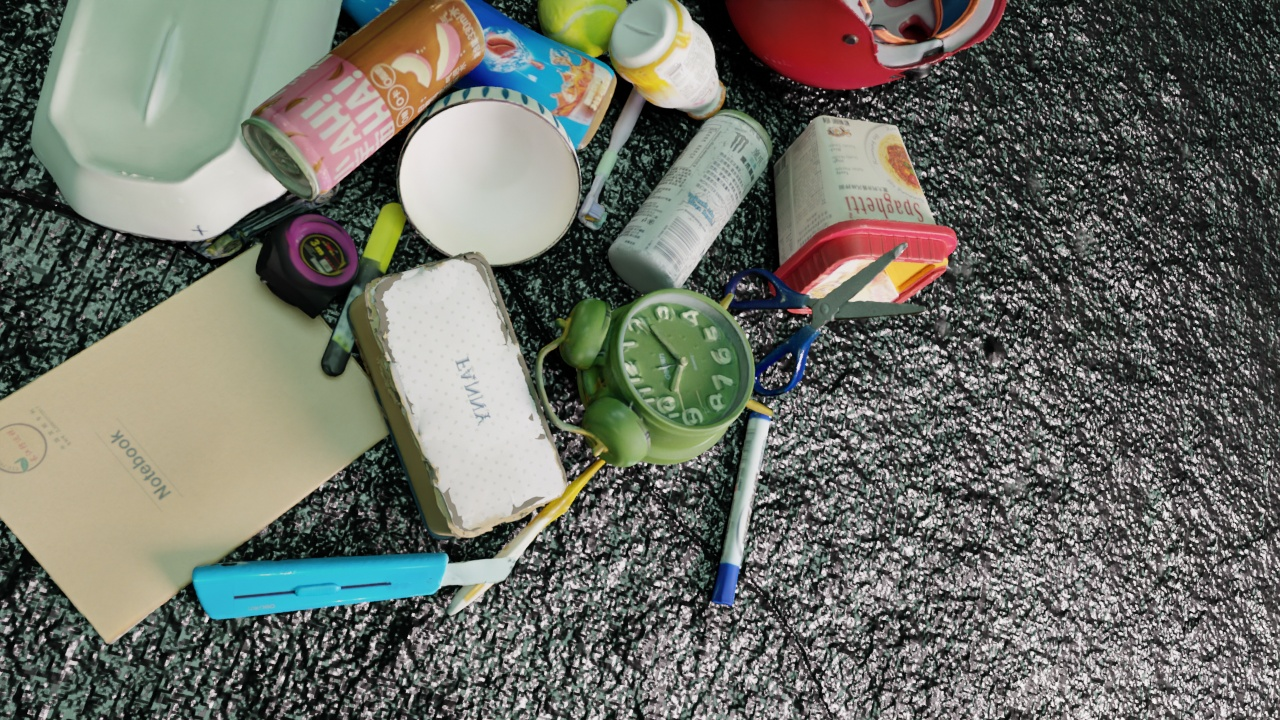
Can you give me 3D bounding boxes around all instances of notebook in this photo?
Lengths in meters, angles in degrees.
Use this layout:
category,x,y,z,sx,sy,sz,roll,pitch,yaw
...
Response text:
category,x,y,z,sx,sy,sz,roll,pitch,yaw
notebook,-0.271,0.043,0.552,0.207,0.008,0.148,-39,96,-23

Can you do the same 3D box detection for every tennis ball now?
category,x,y,z,sx,sy,sz,roll,pitch,yaw
tennis ball,-0.042,-0.252,0.663,0.065,0.066,0.065,4,79,-21

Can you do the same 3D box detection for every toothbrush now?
category,x,y,z,sx,sy,sz,roll,pitch,yaw
toothbrush,-0.006,-0.184,0.691,0.021,0.029,0.189,14,71,20
toothbrush,-0.056,0.104,0.621,0.191,0.016,0.018,-43,106,-23

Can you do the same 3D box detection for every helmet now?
category,x,y,z,sx,sy,sz,roll,pitch,yaw
helmet,0.159,-0.303,0.714,0.239,0.144,0.207,-6,83,-37

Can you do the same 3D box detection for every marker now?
category,x,y,z,sx,sy,sz,roll,pitch,yaw
marker,-0.180,-0.047,0.597,0.018,0.015,0.124,23,70,-20
marker,0.074,0.105,0.671,0.017,0.017,0.145,19,74,-18

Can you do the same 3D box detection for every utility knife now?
category,x,y,z,sx,sy,sz,roll,pitch,yaw
utility knife,-0.169,0.133,0.559,0.187,0.018,0.034,-1,105,-17

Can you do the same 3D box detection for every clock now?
category,x,y,z,sx,sy,sz,roll,pitch,yaw
clock,0.006,0.010,0.612,0.161,0.056,0.116,-10,74,-27

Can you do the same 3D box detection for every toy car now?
category,x,y,z,sx,sy,sz,roll,pitch,yaw
toy car,-0.240,-0.104,0.577,0.105,0.031,0.049,-33,92,-16

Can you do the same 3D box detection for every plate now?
category,x,y,z,sx,sy,sz,roll,pitch,yaw
plate,-0.271,-0.204,0.551,0.162,0.034,0.265,12,80,-1

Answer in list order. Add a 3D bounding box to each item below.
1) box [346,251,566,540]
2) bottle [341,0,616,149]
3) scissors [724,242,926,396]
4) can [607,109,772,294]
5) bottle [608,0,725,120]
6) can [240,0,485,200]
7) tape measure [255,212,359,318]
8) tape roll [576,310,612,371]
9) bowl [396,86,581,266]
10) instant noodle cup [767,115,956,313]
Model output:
category,x,y,z,sx,sy,sz,roll,pitch,yaw
box,-0.113,0.029,0.580,0.089,0.061,0.184,-19,94,-29
bottle,-0.125,-0.218,0.626,0.218,0.065,0.065,24,73,-15
scissors,0.121,-0.027,0.646,0.012,0.163,0.161,-12,122,-40
can,0.038,-0.115,0.674,0.058,0.058,0.146,39,69,-11
bottle,0.025,-0.213,0.664,0.108,0.063,0.063,23,67,-58
can,-0.159,-0.161,0.540,0.058,0.058,0.147,45,66,-9
tape measure,-0.208,-0.060,0.573,0.057,0.039,0.057,41,45,-21
tape roll,-0.004,0.004,0.652,0.085,0.014,0.085,9,67,-21
bowl,-0.099,-0.128,0.607,0.116,0.117,0.066,16,32,-18
instant noodle cup,0.159,-0.110,0.698,0.116,0.117,0.124,1,69,-21
